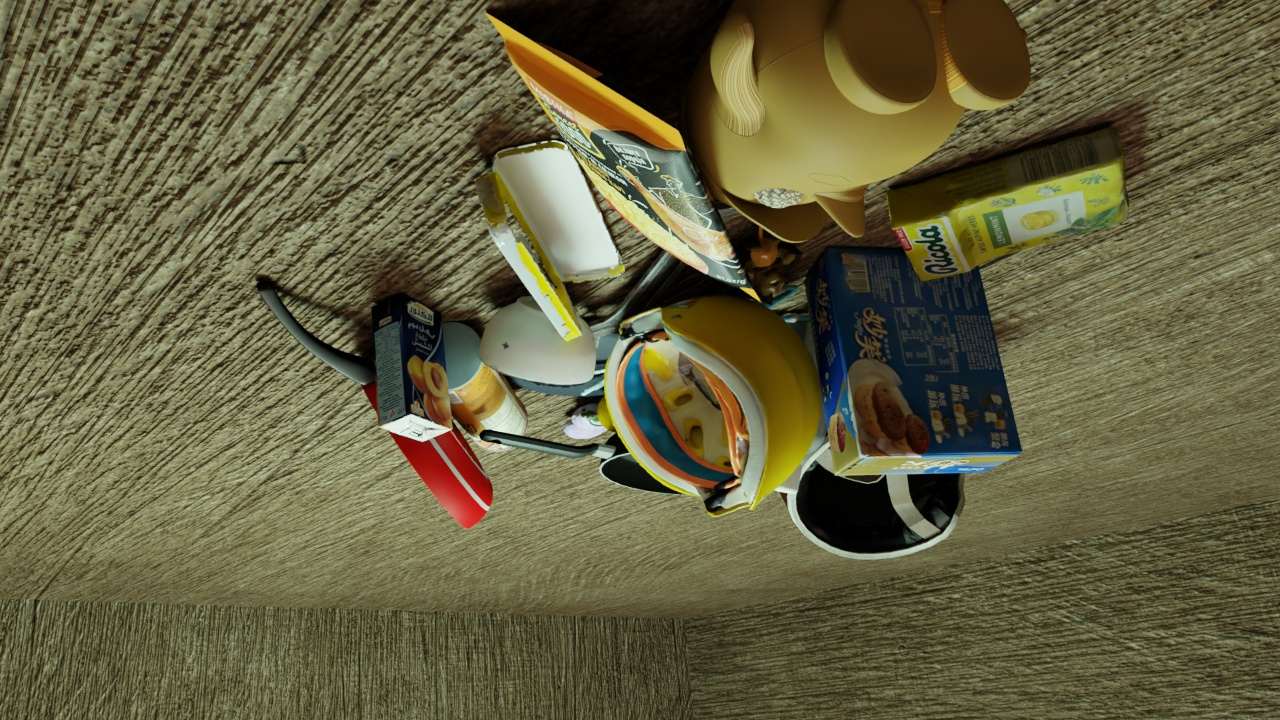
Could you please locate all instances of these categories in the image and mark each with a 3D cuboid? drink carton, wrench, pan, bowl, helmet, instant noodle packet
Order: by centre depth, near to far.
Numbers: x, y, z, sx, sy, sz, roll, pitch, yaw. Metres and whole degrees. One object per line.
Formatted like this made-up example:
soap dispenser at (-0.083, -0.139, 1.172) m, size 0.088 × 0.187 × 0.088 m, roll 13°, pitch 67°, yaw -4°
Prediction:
instant noodle packet at (-0.003, -0.126, 0.607) m, size 0.032 × 0.160 × 0.221 m, roll -50°, pitch 153°, yaw -4°
wrench at (0.018, -0.077, 0.846) m, size 0.070 × 0.010 × 0.274 m, roll 6°, pitch 151°, yaw -23°
drink carton at (-0.218, 0.005, 0.870) m, size 0.040 × 0.130 × 0.064 m, roll -22°, pitch 153°, yaw 22°
bowl at (-0.095, -0.023, 0.880) m, size 0.113 × 0.063 × 0.113 m, roll 12°, pitch -164°, yaw -4°
helmet at (0.079, 0.030, 0.889) m, size 0.139 × 0.209 × 0.240 m, roll -29°, pitch -174°, yaw -26°
pan at (-0.257, 0.037, 0.939) m, size 0.067 × 0.209 × 0.356 m, roll -35°, pitch 131°, yaw -8°
pan at (-0.008, -0.025, 0.984) m, size 0.198 × 0.021 × 0.358 m, roll 14°, pitch 151°, yaw -38°
pan at (-0.012, 0.102, 1.054) m, size 0.355 × 0.044 × 0.205 m, roll 14°, pitch 156°, yaw -25°
helmet at (0.264, 0.106, 1.062) m, size 0.233 × 0.252 × 0.234 m, roll 36°, pitch 124°, yaw -13°

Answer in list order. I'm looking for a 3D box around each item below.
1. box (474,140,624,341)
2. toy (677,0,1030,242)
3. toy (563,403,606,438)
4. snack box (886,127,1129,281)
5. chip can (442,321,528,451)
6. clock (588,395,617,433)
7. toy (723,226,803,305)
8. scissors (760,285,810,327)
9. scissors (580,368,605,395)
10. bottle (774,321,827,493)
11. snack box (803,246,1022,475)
box at (-0.069, -0.085, 0.747) m, size 0.079 × 0.080 × 0.209 m, roll -6°, pitch 157°, yaw 9°
toy at (0.099, -0.149, 0.540) m, size 0.198 × 0.162 × 0.204 m, roll -10°, pitch 174°, yaw -28°
toy at (-0.058, 0.077, 1.202) m, size 0.080 × 0.036 × 0.100 m, roll -6°, pitch 165°, yaw -24°
snack box at (0.310, -0.125, 0.768) m, size 0.181 × 0.045 × 0.121 m, roll -14°, pitch 156°, yaw 23°
chip can at (-0.184, 0.035, 1.019) m, size 0.075 × 0.075 × 0.215 m, roll -6°, pitch 158°, yaw 4°
clock at (0.012, 0.057, 1.105) m, size 0.152 × 0.052 × 0.113 m, roll -16°, pitch 166°, yaw 8°
toy at (0.107, -0.089, 0.800) m, size 0.076 × 0.062 × 0.100 m, roll -23°, pitch 153°, yaw -7°
scissors at (0.133, -0.049, 0.950) m, size 0.135 × 0.015 × 0.136 m, roll -9°, pitch 161°, yaw -18°
scissors at (-0.005, 0.009, 1.015) m, size 0.171 × 0.028 × 0.138 m, roll -24°, pitch 154°, yaw 38°
bottle at (0.164, 0.052, 0.969) m, size 0.046 × 0.173 × 0.084 m, roll 15°, pitch 169°, yaw -11°
snack box at (0.248, 0.000, 0.854) m, size 0.155 × 0.202 × 0.069 m, roll 0°, pitch 158°, yaw -12°
